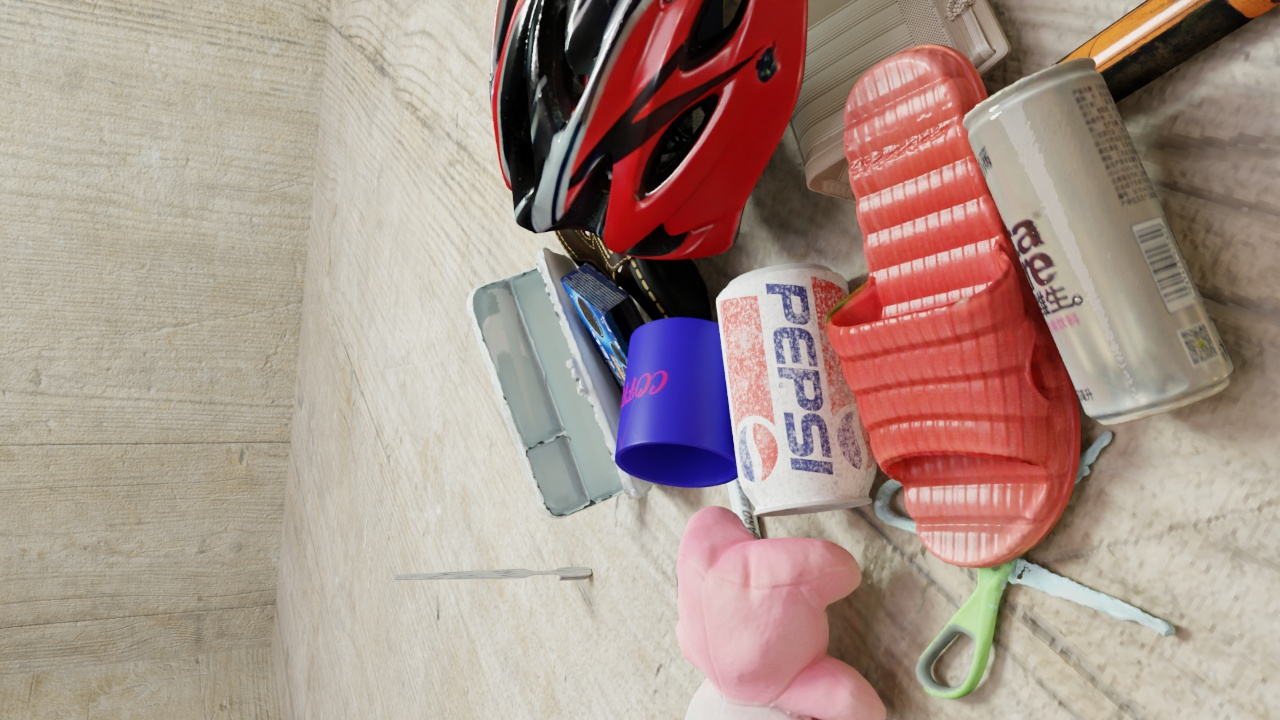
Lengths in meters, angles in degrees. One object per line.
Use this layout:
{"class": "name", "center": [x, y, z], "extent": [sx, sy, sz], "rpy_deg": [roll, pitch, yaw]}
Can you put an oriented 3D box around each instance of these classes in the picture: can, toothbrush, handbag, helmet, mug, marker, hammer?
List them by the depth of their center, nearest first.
{"class": "hammer", "center": [0.212, -0.148, 0.358], "extent": [0.315, 0.035, 0.137], "rpy_deg": [-34, 61, 57]}
{"class": "can", "center": [0.178, -0.045, 0.362], "extent": [0.054, 0.054, 0.135], "rpy_deg": [-31, 78, 58]}
{"class": "handbag", "center": [0.149, -0.211, 0.478], "extent": [0.199, 0.062, 0.175], "rpy_deg": [-39, 55, 45]}
{"class": "helmet", "center": [0.002, -0.185, 0.526], "extent": [0.217, 0.166, 0.273], "rpy_deg": [-112, 31, -42]}
{"class": "can", "center": [0.090, 0.018, 0.533], "extent": [0.078, 0.078, 0.136], "rpy_deg": [-29, 63, 58]}
{"class": "mug", "center": [0.042, 0.033, 0.589], "extent": [0.079, 0.111, 0.083], "rpy_deg": [139, 144, -57]}
{"class": "marker", "center": [0.076, 0.133, 0.618], "extent": [0.017, 0.017, 0.146], "rpy_deg": [-42, 53, 54]}
{"class": "toothbrush", "center": [-0.132, 0.196, 0.830], "extent": [0.010, 0.181, 0.010], "rpy_deg": [114, 150, -42]}

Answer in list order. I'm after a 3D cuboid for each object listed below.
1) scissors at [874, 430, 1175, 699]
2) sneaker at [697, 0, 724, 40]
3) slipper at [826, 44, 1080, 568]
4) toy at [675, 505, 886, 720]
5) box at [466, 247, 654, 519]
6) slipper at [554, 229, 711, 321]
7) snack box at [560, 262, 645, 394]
{"class": "scissors", "center": [0.170, 0.094, 0.446], "extent": [0.172, 0.023, 0.167], "rpy_deg": [-66, 30, 28]}
{"class": "sneaker", "center": [0.010, -0.293, 0.683], "extent": [0.118, 0.091, 0.234], "rpy_deg": [50, 131, 45]}
{"class": "slipper", "center": [0.132, -0.021, 0.424], "extent": [0.104, 0.059, 0.249], "rpy_deg": [-8, 93, 56]}
{"class": "toy", "center": [0.071, 0.199, 0.537], "extent": [0.142, 0.084, 0.213], "rpy_deg": [8, 106, 53]}
{"class": "box", "center": [-0.051, 0.016, 0.719], "extent": [0.215, 0.106, 0.125], "rpy_deg": [69, 161, -3]}
{"class": "slipper", "center": [-0.023, -0.097, 0.727], "extent": [0.076, 0.113, 0.267], "rpy_deg": [-43, 41, 12]}
{"class": "snack box", "center": [-0.004, 0.004, 0.676], "extent": [0.082, 0.027, 0.150], "rpy_deg": [38, 159, 56]}
